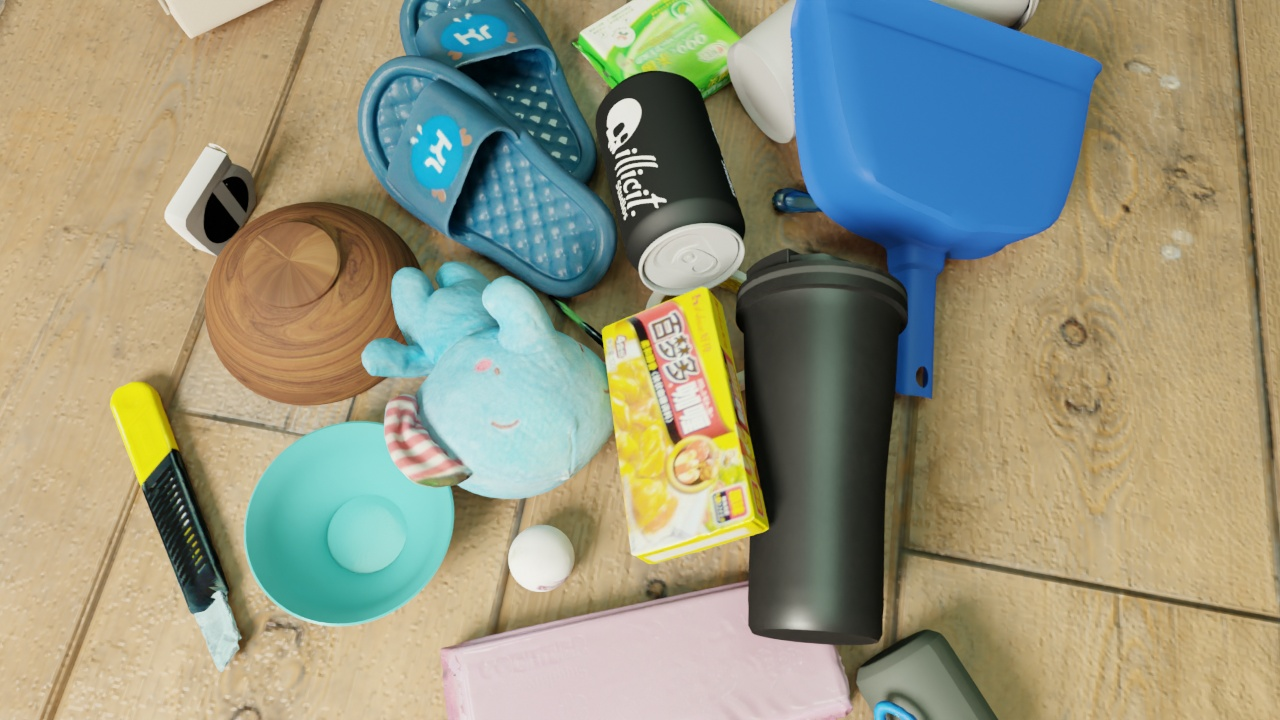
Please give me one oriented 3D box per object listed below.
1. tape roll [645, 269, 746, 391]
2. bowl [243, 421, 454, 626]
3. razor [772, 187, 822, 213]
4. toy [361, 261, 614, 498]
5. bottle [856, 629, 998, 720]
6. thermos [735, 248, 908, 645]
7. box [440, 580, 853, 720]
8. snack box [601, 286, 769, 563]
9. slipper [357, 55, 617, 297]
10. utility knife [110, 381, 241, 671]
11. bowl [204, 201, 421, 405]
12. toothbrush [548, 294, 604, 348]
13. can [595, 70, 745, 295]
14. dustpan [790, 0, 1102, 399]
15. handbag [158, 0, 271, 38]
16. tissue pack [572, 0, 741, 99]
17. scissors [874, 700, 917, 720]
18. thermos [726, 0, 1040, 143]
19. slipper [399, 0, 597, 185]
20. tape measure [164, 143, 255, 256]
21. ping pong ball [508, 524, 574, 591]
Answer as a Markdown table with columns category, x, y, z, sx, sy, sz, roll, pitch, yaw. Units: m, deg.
| category | x | y | z | sx | sy | sz | roll | pitch | yaw |
| --- | --- | --- | --- | --- | --- | --- | --- | --- | --- |
| tape roll | 0.048 | -0.021 | 0.634 | 0.094 | 0.019 | 0.094 | 1 | 69 | -3 |
| bowl | -0.172 | 0.102 | 0.561 | 0.121 | 0.046 | 0.121 | 1 | 69 | -2 |
| razor | 0.167 | -0.114 | 0.676 | 0.141 | 0.018 | 0.044 | 5 | 91 | 2 |
| toy | -0.087 | -0.002 | 0.569 | 0.183 | 0.115 | 0.180 | -15 | 63 | -38 |
| bottle | 0.175 | 0.215 | 0.526 | 0.060 | 0.060 | 0.108 | -27 | 72 | -12 |
| thermos | 0.105 | 0.051 | 0.543 | 0.106 | 0.106 | 0.218 | 6 | 68 | 0 |
| box | 0.003 | 0.190 | 0.544 | 0.232 | 0.041 | 0.098 | -12 | 62 | -8 |
| snack box | 0.023 | 0.035 | 0.535 | 0.075 | 0.025 | 0.152 | -21 | 57 | 21 |
| slipper | -0.112 | -0.119 | 0.627 | 0.214 | 0.059 | 0.104 | 39 | 113 | 5 |
| utility knife | -0.288 | 0.099 | 0.572 | 0.028 | 0.020 | 0.197 | -26 | 71 | -11 |
| bowl | -0.221 | -0.050 | 0.606 | 0.147 | 0.069 | 0.147 | 1 | 69 | -2 |
| toothbrush | -0.004 | 0.003 | 0.592 | 0.188 | 0.014 | 0.017 | 41 | 100 | 34 |
| can | 0.019 | -0.123 | 0.627 | 0.080 | 0.080 | 0.145 | -9 | 59 | -6 |
| dustpan | 0.203 | -0.104 | 0.624 | 0.245 | 0.060 | 0.257 | 9 | 79 | -20 |
| handbag | -0.326 | -0.369 | 0.722 | 0.194 | 0.101 | 0.198 | -34 | 62 | -14 |
| tissue pack | 0.018 | -0.240 | 0.711 | 0.114 | 0.034 | 0.099 | -37 | 76 | -13 |
| scissors | 0.130 | 0.249 | 0.513 | 0.125 | 0.016 | 0.125 | -6 | 96 | 32 |
| thermos | 0.179 | -0.255 | 0.682 | 0.221 | 0.131 | 0.131 | -34 | 74 | -6 |
| slipper | -0.102 | -0.211 | 0.681 | 0.103 | 0.059 | 0.213 | -29 | 75 | -15 |
| tape measure | -0.291 | -0.108 | 0.628 | 0.017 | 0.065 | 0.064 | 21 | 71 | 5 |
| ping pong ball | -0.061 | 0.121 | 0.562 | 0.040 | 0.040 | 0.040 | 1 | 69 | -2 |
